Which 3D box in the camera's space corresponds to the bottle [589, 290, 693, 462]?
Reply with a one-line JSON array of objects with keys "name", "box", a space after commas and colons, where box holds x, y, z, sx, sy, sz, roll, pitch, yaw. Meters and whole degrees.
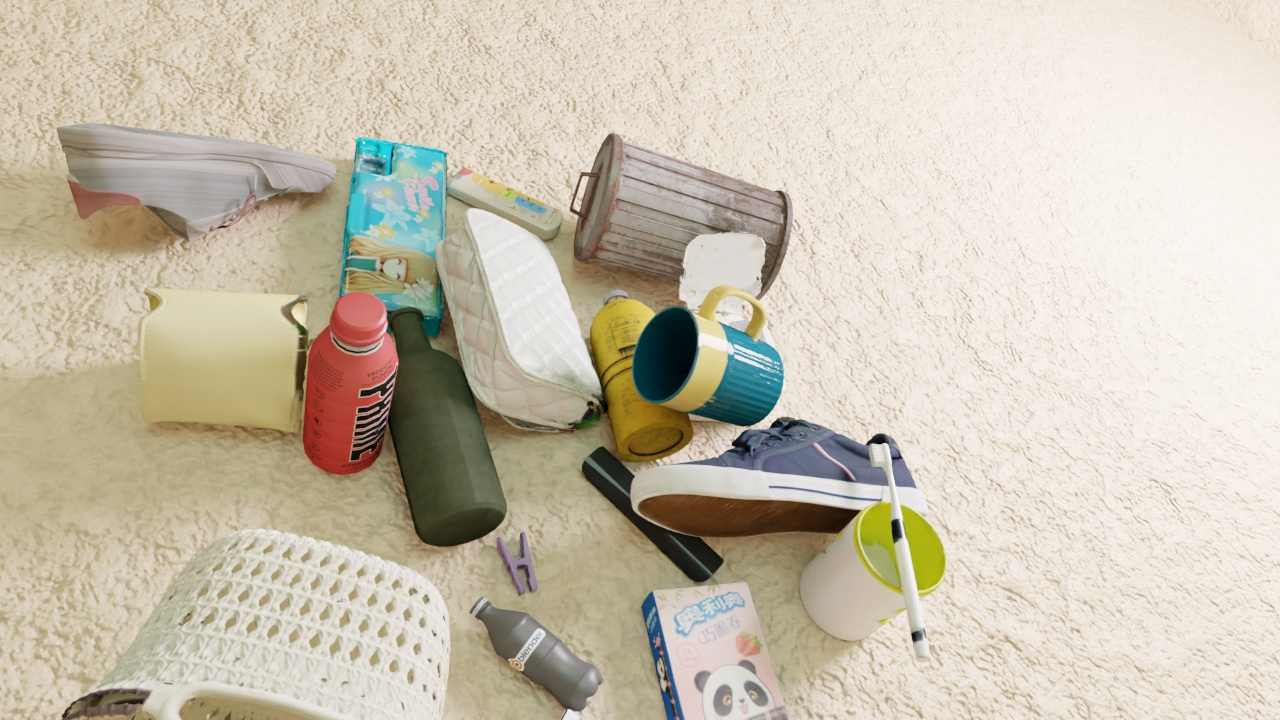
[{"name": "bottle", "box": [-0.005, 0.005, 0.849, 0.071, 0.071, 0.163, 0, 54, -23]}]

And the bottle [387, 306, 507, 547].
[{"name": "bottle", "box": [-0.169, 0.046, 0.749, 0.071, 0.072, 0.206, -7, 57, -27]}]

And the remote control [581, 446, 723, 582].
[{"name": "remote control", "box": [0.009, 0.132, 0.792, 0.147, 0.015, 0.033, 42, 50, 12]}]

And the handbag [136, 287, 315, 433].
[{"name": "handbag", "box": [-0.313, -0.004, 0.702, 0.119, 0.111, 0.081, 5, 44, -20]}]

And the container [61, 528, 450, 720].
[{"name": "container", "box": [-0.199, 0.210, 0.504, 0.184, 0.252, 0.143, 19, 39, -10]}]

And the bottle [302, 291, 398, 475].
[{"name": "bottle", "box": [-0.215, 0.017, 0.682, 0.062, 0.177, 0.062, 11, 51, -14]}]

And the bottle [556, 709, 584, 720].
[{"name": "bottle", "box": [-0.016, 0.293, 0.639, 0.116, 0.041, 0.041, 34, 49, 5]}]

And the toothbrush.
[{"name": "toothbrush", "box": [0.202, 0.145, 0.721, 0.017, 0.012, 0.186, 3, 52, -4]}]

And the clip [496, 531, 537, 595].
[{"name": "clip", "box": [-0.098, 0.161, 0.728, 0.033, 0.013, 0.051, -6, 59, -25]}]

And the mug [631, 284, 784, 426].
[{"name": "mug", "box": [0.066, -0.005, 0.776, 0.107, 0.114, 0.083, 19, 14, -35]}]

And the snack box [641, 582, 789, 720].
[{"name": "snack box", "box": [0.061, 0.251, 0.710, 0.087, 0.033, 0.154, 0, 54, -23]}]

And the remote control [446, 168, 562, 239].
[{"name": "remote control", "box": [-0.142, -0.164, 0.961, 0.125, 0.018, 0.038, 25, 48, 0]}]

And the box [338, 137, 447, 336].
[{"name": "box", "box": [-0.234, -0.124, 0.877, 0.094, 0.040, 0.226, 6, 52, -19]}]

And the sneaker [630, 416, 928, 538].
[{"name": "sneaker", "box": [0.118, 0.087, 0.805, 0.294, 0.121, 0.127, 4, 62, -30]}]

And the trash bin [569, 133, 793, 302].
[{"name": "trash bin", "box": [0.034, -0.144, 0.944, 0.211, 0.131, 0.130, 14, 50, -14]}]

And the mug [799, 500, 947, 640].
[{"name": "mug", "box": [0.193, 0.178, 0.771, 0.082, 0.106, 0.082, 11, 51, -14]}]

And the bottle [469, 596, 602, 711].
[{"name": "bottle", "box": [-0.079, 0.214, 0.677, 0.110, 0.036, 0.036, 36, 49, 7]}]

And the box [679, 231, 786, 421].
[{"name": "box", "box": [0.077, -0.031, 0.898, 0.111, 0.101, 0.189, 1, 74, -23]}]

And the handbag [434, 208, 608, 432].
[{"name": "handbag", "box": [-0.110, -0.034, 0.822, 0.138, 0.073, 0.194, 22, 39, -49]}]

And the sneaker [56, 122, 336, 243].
[{"name": "sneaker", "box": [-0.386, -0.152, 0.818, 0.099, 0.089, 0.235, 21, 17, 39]}]
